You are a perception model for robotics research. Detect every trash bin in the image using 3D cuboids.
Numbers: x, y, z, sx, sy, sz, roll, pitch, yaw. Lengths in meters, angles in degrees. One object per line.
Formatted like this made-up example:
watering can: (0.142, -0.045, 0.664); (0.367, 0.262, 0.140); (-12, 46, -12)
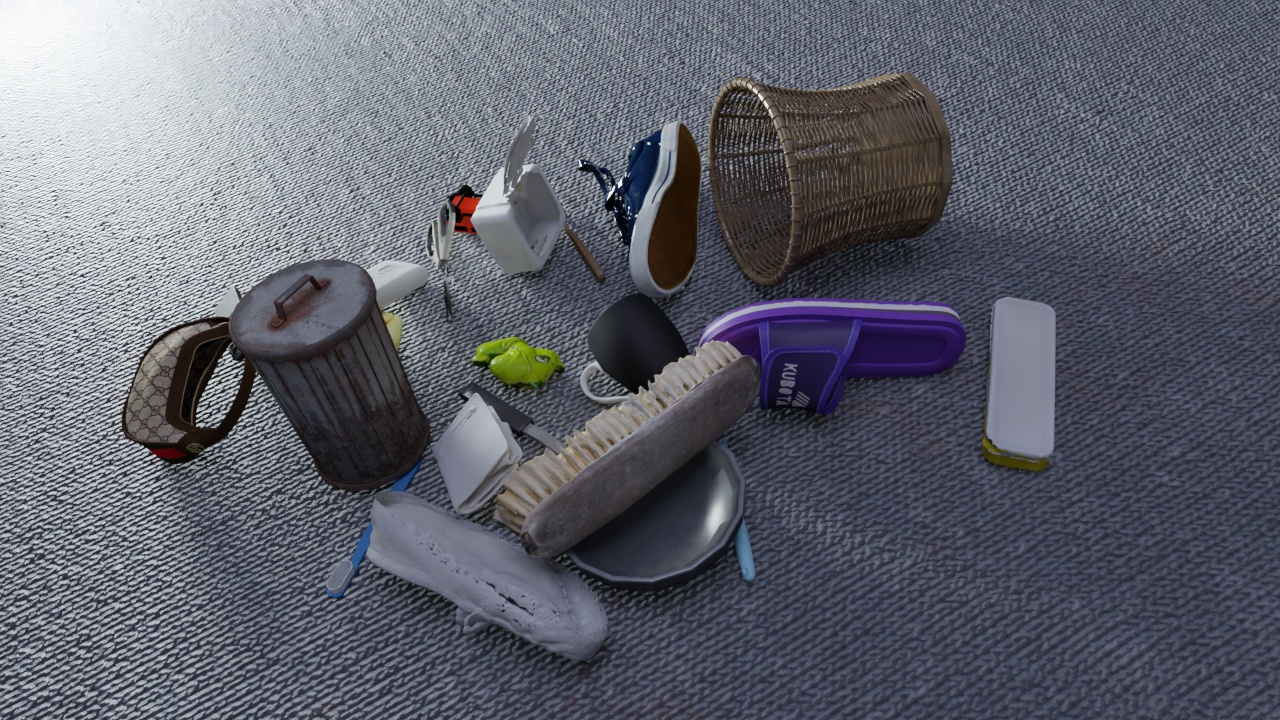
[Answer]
trash bin: (-0.291, 0.012, 0.877); (0.131, 0.211, 0.130); (-5, 44, 5)

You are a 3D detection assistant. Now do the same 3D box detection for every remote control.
remote control: (-0.305, -0.086, 1.067); (0.060, 0.025, 0.138); (10, 25, 15)
remote control: (-0.466, -0.043, 1.059); (0.041, 0.020, 0.152); (-52, 39, 2)

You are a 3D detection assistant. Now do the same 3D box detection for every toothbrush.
toothbrush: (0.086, 0.136, 0.852); (0.022, 0.016, 0.154); (-32, 42, 22)
toothbrush: (-0.078, -0.148, 1.134); (0.016, 0.016, 0.166); (-23, 48, -12)
toothbrush: (-0.253, 0.154, 0.882); (0.016, 0.014, 0.166); (11, 49, 16)

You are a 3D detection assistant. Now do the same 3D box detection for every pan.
pan: (-0.056, 0.102, 0.888); (0.357, 0.041, 0.178); (27, 57, 35)

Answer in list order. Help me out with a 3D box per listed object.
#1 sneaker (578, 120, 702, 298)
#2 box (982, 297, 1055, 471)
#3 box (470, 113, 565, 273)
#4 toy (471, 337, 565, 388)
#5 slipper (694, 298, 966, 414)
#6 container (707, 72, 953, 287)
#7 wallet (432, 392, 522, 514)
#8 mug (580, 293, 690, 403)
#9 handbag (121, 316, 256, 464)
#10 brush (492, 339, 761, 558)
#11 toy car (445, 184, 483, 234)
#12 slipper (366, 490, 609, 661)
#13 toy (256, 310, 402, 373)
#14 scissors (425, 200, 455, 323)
sneaker: (-0.004, -0.179, 1.110); (0.127, 0.121, 0.293); (-17, 41, 23)
box: (0.377, 0.019, 0.913); (0.064, 0.033, 0.208); (10, 51, 14)
box: (-0.148, -0.196, 1.071); (0.083, 0.191, 0.110); (8, 52, 13)
toy: (-0.133, 0.000, 0.991); (0.094, 0.036, 0.093); (-9, 35, -16)
slipper: (0.191, 0.005, 0.903); (0.266, 0.107, 0.083); (-3, 47, -1)
container: (0.208, -0.213, 1.024); (0.196, 0.227, 0.226); (-13, 47, -14)
wallet: (-0.159, 0.091, 0.888); (0.086, 0.032, 0.116); (-46, 37, 6)
mug: (-0.006, 0.006, 0.950); (0.119, 0.085, 0.100); (-44, 65, 7)
handbag: (-0.468, 0.025, 0.974); (0.138, 0.063, 0.166); (-11, 55, 14)
brush: (-0.004, 0.075, 0.809); (0.270, 0.083, 0.056); (-35, 48, -20)
toy car: (-0.202, -0.187, 1.162); (0.100, 0.049, 0.051); (8, 49, 14)
slipper: (-0.139, 0.191, 0.794); (0.247, 0.075, 0.112); (21, 23, 22)
toy: (-0.354, -0.020, 1.021); (0.171, 0.065, 0.154); (22, 46, 31)
scissors: (-0.232, -0.123, 1.098); (0.012, 0.132, 0.169); (10, 23, -32)
